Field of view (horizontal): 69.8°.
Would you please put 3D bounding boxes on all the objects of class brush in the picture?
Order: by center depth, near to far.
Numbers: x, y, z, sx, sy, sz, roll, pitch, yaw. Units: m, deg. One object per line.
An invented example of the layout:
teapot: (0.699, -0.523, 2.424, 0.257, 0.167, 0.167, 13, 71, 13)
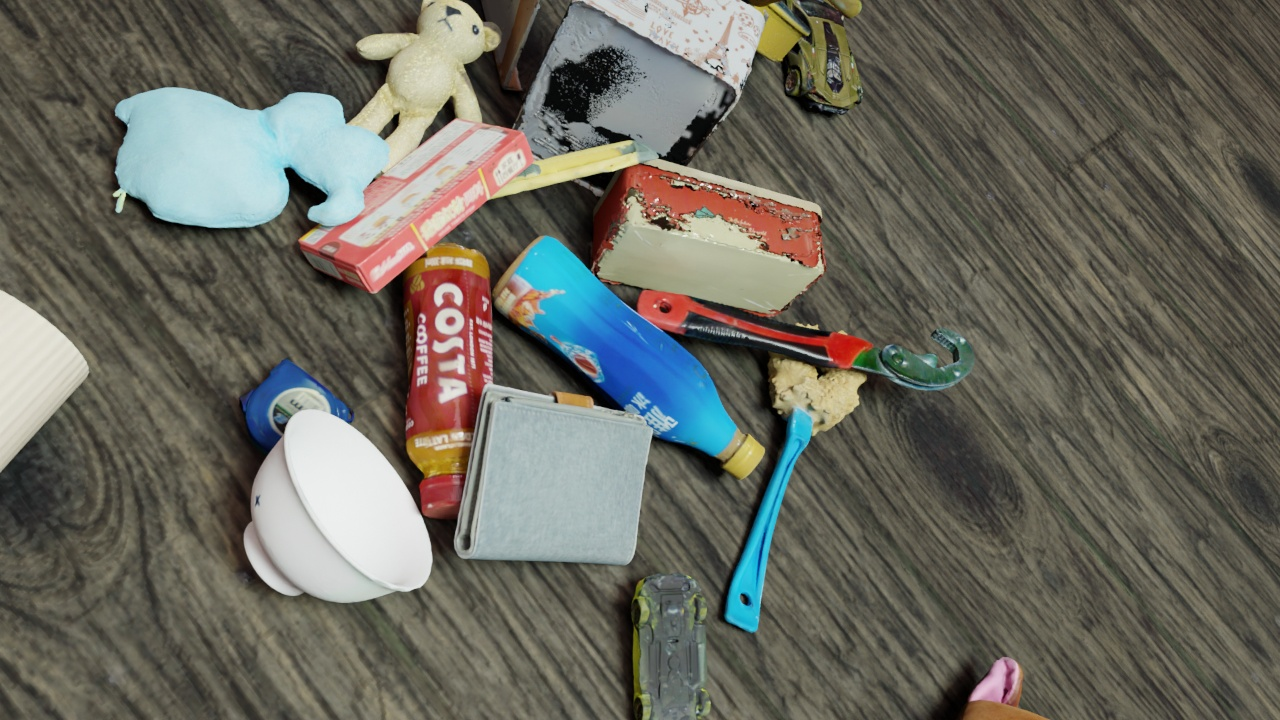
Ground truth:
brush: (0.108, 0.078, 0.683, 0.083, 0.046, 0.254, 30, 62, -14)

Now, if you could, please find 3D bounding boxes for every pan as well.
pan: (0.084, -0.301, 0.716, 0.197, 0.078, 0.356, 30, 26, -27)

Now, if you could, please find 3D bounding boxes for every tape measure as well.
tape measure: (-0.212, 0.034, 0.559, 0.058, 0.025, 0.054, 38, 59, 0)

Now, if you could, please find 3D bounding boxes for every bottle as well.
bottle: (-0.122, 0.013, 0.591, 0.057, 0.058, 0.174, 3, 66, -23)
bottle: (-0.004, 0.004, 0.644, 0.218, 0.065, 0.065, 40, 57, -3)

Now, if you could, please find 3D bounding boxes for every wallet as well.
wallet: (-0.052, 0.073, 0.575, 0.129, 0.037, 0.106, 14, 82, -43)

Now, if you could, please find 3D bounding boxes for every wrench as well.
wrench: (0.129, -0.016, 0.695, 0.273, 0.016, 0.056, 9, 58, -12)

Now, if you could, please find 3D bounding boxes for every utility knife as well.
utility knife: (-0.089, -0.125, 0.649, 0.205, 0.021, 0.031, -17, 45, 4)

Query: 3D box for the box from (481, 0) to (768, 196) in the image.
box: (-0.044, -0.247, 0.675, 0.134, 0.180, 0.270, -37, 87, -31)

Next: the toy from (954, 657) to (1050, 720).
toy: (0.222, 0.288, 0.591, 0.199, 0.131, 0.140, -15, 79, -39)

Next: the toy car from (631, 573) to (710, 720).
toy car: (0.016, 0.190, 0.589, 0.048, 0.032, 0.105, 3, 78, -24)

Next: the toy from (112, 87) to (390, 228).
toy: (-0.258, -0.131, 0.593, 0.161, 0.050, 0.156, 43, 63, 10)

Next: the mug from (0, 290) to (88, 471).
mug: (-0.367, 0.017, 0.471, 0.115, 0.082, 0.105, 17, 55, 17)

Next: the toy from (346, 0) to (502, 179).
toy: (-0.164, -0.198, 0.665, 0.105, 0.066, 0.157, 30, 73, -6)

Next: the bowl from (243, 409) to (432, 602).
bowl: (-0.180, 0.093, 0.516, 0.065, 0.118, 0.118, -34, 82, 6)

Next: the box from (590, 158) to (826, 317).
box: (0.052, -0.084, 0.695, 0.168, 0.092, 0.076, 11, 60, -20)

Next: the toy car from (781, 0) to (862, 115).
toy car: (0.170, -0.302, 0.880, 0.070, 0.042, 0.158, 3, 63, -24)

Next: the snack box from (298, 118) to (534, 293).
snack box: (-0.149, -0.108, 0.617, 0.075, 0.025, 0.152, 21, 56, 37)
